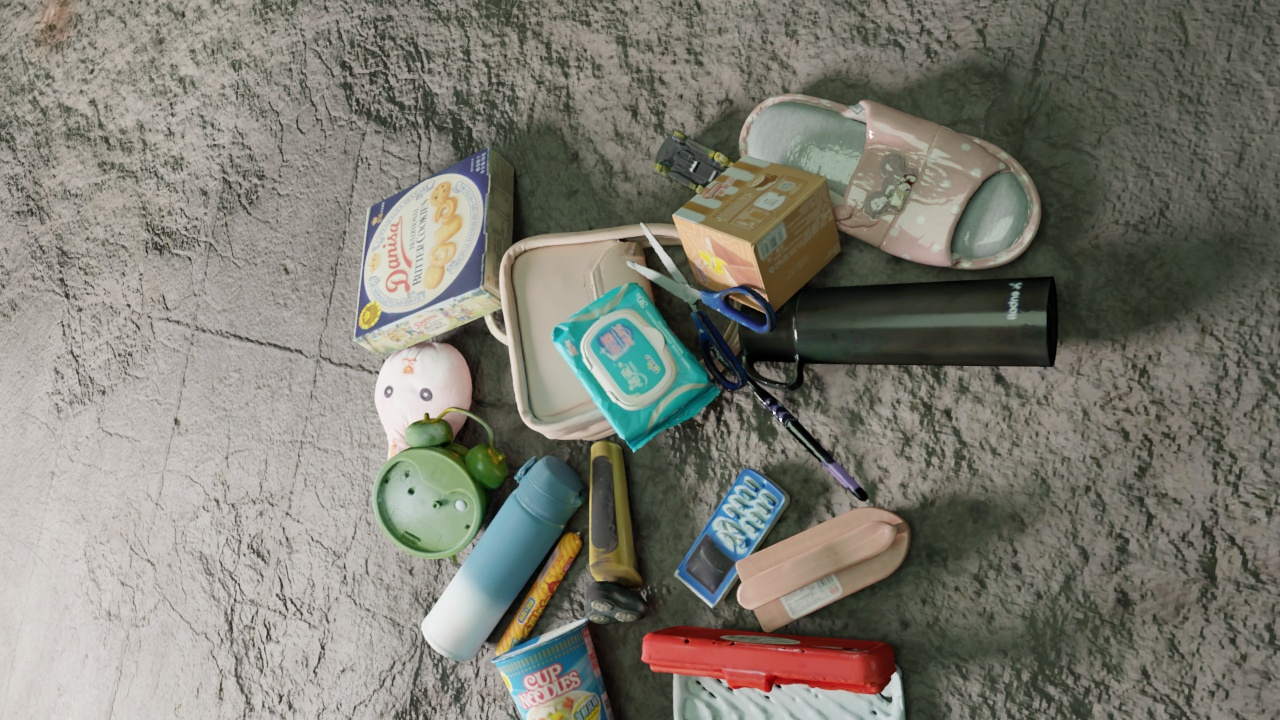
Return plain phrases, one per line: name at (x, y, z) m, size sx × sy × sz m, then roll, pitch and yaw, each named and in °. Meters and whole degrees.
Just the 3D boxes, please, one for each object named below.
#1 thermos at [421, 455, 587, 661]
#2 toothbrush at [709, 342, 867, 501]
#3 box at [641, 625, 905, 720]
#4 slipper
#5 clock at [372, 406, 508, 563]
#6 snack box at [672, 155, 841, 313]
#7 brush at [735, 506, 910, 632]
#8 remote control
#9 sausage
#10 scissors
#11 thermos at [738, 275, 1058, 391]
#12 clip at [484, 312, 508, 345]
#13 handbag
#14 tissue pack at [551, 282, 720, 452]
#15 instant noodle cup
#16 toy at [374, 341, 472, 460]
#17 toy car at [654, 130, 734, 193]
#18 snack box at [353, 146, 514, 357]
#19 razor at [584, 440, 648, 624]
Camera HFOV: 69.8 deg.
thermos at (-0.134, 0.193, 0.903) m, size 0.070 × 0.070 × 0.221 m, roll 40°, pitch 103°, yaw 27°
toothbrush at (0.125, 0.050, 0.784) m, size 0.014 × 0.017 × 0.189 m, roll -44°, pitch 76°, yaw 0°
box at (0.103, 0.271, 0.740) m, size 0.201 × 0.095 × 0.100 m, roll -5°, pitch 79°, yaw 28°
slipper at (0.196, -0.157, 0.764) m, size 0.274 × 0.054 × 0.114 m, roll 31°, pitch 99°, yaw 29°
clock at (-0.200, 0.123, 0.930) m, size 0.116 × 0.056 × 0.161 m, roll 28°, pitch 106°, yaw 3°
snack box at (0.098, -0.107, 0.769) m, size 0.092 × 0.077 × 0.094 m, roll -42°, pitch 44°, yaw -19°
brush at (0.149, 0.164, 0.741) m, size 0.146 × 0.073 × 0.063 m, roll -31°, pitch 69°, yaw 21°
remote control at (0.081, 0.156, 0.808) m, size 0.049 × 0.024 × 0.125 m, roll 38°, pitch 101°, yaw 28°
sausage at (-0.101, 0.234, 0.903) m, size 0.021 × 0.021 × 0.165 m, roll 36°, pitch 102°, yaw 28°
scissors at (0.052, -0.051, 0.778) m, size 0.163 × 0.012 × 0.162 m, roll -13°, pitch 100°, yaw 52°
thermos at (0.199, -0.017, 0.736) m, size 0.243 × 0.068 × 0.089 m, roll -1°, pitch 70°, yaw 31°
clip at (-0.117, -0.024, 0.947) m, size 0.035 × 0.086 × 0.104 m, roll -29°, pitch 98°, yaw 22°
handbag at (-0.009, -0.038, 0.859) m, size 0.234 × 0.093 × 0.193 m, roll -16°, pitch 78°, yaw 18°
tissue pack at (-0.005, 0.005, 0.792) m, size 0.093 × 0.050 × 0.133 m, roll -37°, pitch 79°, yaw -1°
instant noodle cup at (-0.071, 0.307, 0.841) m, size 0.099 × 0.099 × 0.110 m, roll -28°, pitch 79°, yaw 24°
toy at (-0.232, 0.059, 0.984) m, size 0.121 × 0.054 × 0.159 m, roll 1°, pitch 92°, yaw 27°
toy car at (0.054, -0.179, 0.857) m, size 0.091 × 0.036 × 0.043 m, roll 35°, pitch 102°, yaw 27°
snack box at (-0.218, -0.113, 0.971) m, size 0.183 × 0.045 × 0.177 m, roll -19°, pitch 57°, yaw 26°
razor at (-0.028, 0.158, 0.851) m, size 0.062 × 0.067 × 0.167 m, roll -12°, pitch 72°, yaw 26°
